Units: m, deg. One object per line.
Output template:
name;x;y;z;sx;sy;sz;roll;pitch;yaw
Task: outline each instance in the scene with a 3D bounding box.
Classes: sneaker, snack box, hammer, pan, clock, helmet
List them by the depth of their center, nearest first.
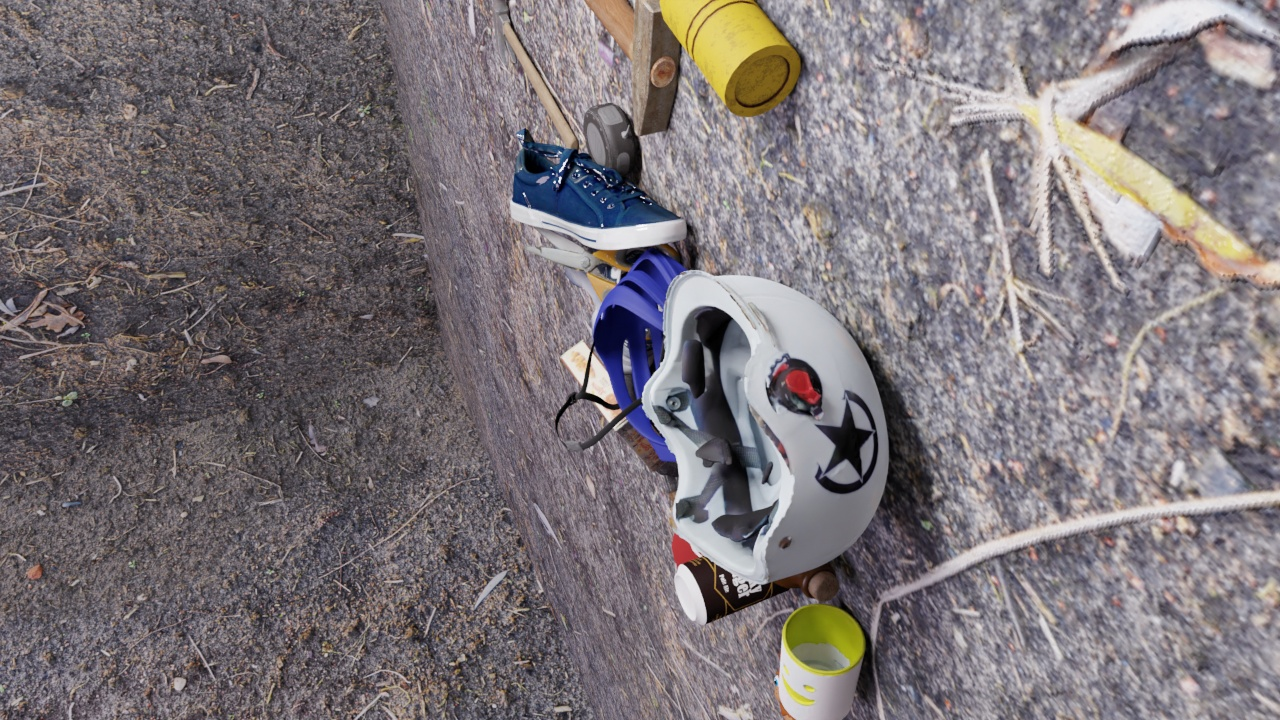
helmet;0.117;0.046;0.782;0.237;0.163;0.264;158;101;-69
helmet;-0.006;0.006;1.019;0.148;0.227;0.241;-4;103;46
hammer;-0.037;-0.397;1.042;0.158;0.037;0.300;94;153;-49
sneaker;-0.061;-0.209;1.098;0.295;0.120;0.127;25;123;42
clock;-0.035;-0.270;1.143;0.091;0.043;0.123;61;161;27
snack box;-0.030;0.061;1.201;0.143;0.041;0.147;49;177;34
sneaker;-0.025;-0.123;1.205;0.133;0.103;0.269;-35;73;57
pan;0.035;0.149;1.320;0.208;0.040;0.356;141;113;-75
hammer;-0.163;-0.442;1.420;0.331;0.030;0.120;60;159;28

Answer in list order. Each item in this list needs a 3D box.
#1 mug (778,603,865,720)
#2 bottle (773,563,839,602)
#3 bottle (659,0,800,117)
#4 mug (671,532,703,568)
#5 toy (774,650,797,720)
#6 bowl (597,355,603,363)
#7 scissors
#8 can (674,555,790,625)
mug;0.187;0.318;0.955;0.082;0.082;0.106;-125;24;-46
bottle;0.154;0.199;0.965;0.157;0.067;0.068;-139;36;-59
bottle;0.066;-0.287;0.779;0.071;0.071;0.163;98;150;-54
mug;0.084;0.219;1.184;0.097;0.080;0.116;105;151;-60
toy;0.182;0.394;1.074;0.095;0.065;0.127;175;84;-69
bowl;-0.052;0.034;1.463;0.110;0.055;0.110;163;90;-73
scissors;-0.055;-0.105;1.154;0.225;0.016;0.166;11;104;26
can;0.108;0.248;1.048;0.072;0.128;0.072;163;90;-73
